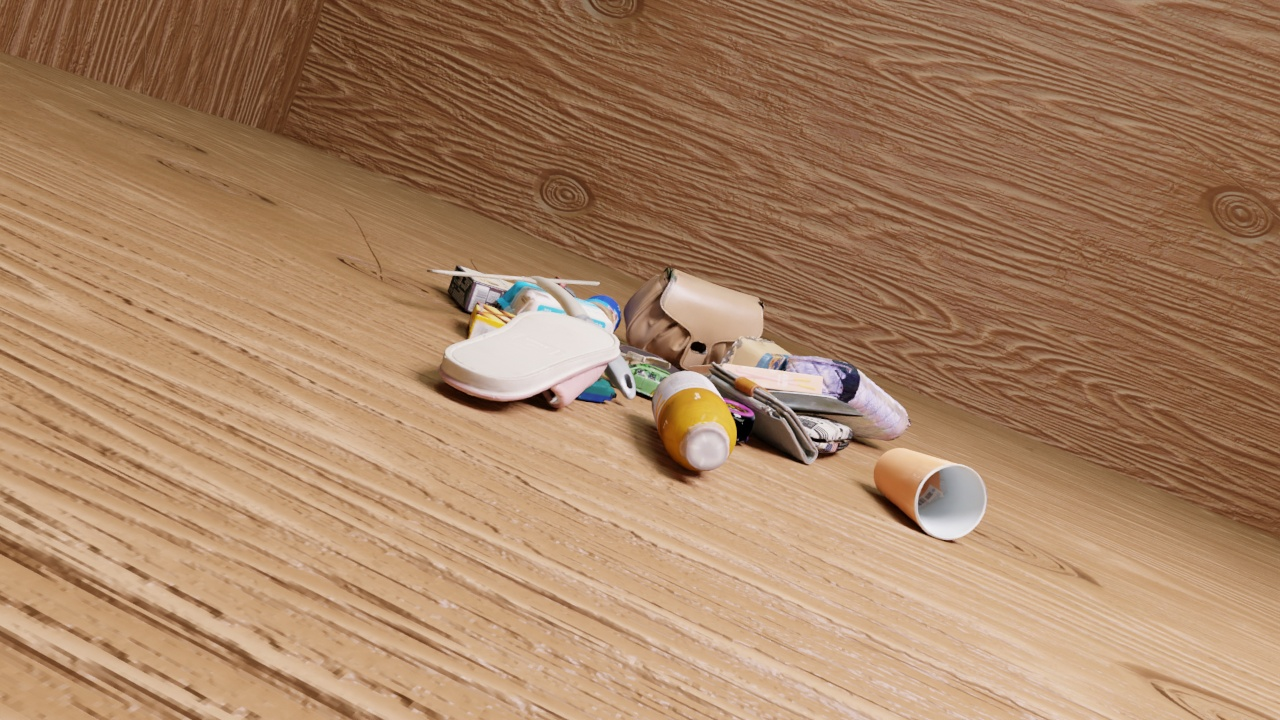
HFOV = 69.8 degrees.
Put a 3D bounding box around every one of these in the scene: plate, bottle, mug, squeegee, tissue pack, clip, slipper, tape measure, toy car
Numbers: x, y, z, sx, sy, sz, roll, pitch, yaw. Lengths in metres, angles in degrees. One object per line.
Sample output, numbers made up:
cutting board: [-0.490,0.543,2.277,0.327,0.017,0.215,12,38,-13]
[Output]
plate: [0.197,0.055,1.186,0.179,0.024,0.179,4,-3,0]
bottle: [-0.062,-0.065,1.366,0.065,0.065,0.218,21,8,0]
bottle: [0.049,0.057,0.834,0.068,0.068,0.189,21,8,-6]
mug: [0.300,0.134,0.974,0.078,0.078,0.123,20,3,-11]
squeegee: [-0.074,-0.044,1.024,0.246,0.039,0.246,0,36,-44]
tissue pack: [-0.106,-0.048,1.148,0.140,0.063,0.090,16,14,-24]
clip: [-0.001,0.008,1.165,0.092,0.035,0.103,14,2,-20]
slipper: [-0.098,0.003,0.853,0.114,0.054,0.273,20,16,12]
tape measure: [0.094,0.067,0.997,0.057,0.039,0.057,25,14,21]
toy car: [0.003,0.023,1.068,0.091,0.036,0.043,17,10,-6]
tape measure: [-0.058,0.023,0.937,0.054,0.025,0.058,30,11,40]

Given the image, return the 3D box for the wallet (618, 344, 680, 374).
wallet: [0.034,0.015,1.260,0.096,0.020,0.122,14,13,-46]

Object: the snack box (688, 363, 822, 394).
snack box: [0.150,0.026,1.194,0.157,0.026,0.085,7,-5,-27]

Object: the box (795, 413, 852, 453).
box: [0.221,0.086,1.141,0.071,0.057,0.164,-2,-3,23]

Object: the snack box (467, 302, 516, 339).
snack box: [-0.126,-0.023,1.046,0.140,0.034,0.087,22,8,-14]

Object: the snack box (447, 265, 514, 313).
snack box: [-0.182,-0.084,1.223,0.125,0.053,0.113,18,8,-26]

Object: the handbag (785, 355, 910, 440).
handbag: [0.293,0.058,1.327,0.134,0.075,0.193,11,-11,40]

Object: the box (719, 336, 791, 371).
box: [0.171,0.016,1.339,0.060,0.090,0.184,38,16,23]

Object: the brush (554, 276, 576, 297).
brush: [-0.143,-0.104,1.428,0.069,0.063,0.146,33,4,-12]

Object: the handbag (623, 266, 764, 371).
handbag: [0.082,-0.049,1.369,0.204,0.148,0.099,17,34,-20]

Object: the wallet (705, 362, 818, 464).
wallet: [0.138,0.057,1.051,0.130,0.037,0.106,30,-19,45]
